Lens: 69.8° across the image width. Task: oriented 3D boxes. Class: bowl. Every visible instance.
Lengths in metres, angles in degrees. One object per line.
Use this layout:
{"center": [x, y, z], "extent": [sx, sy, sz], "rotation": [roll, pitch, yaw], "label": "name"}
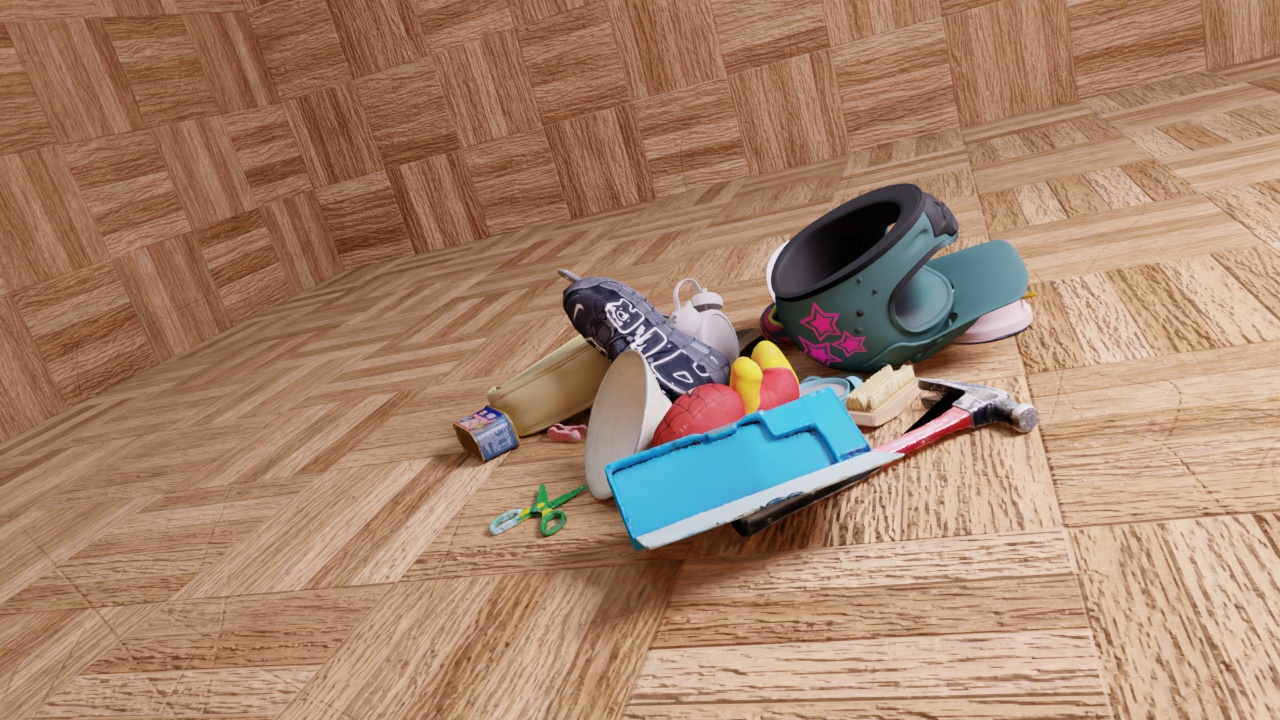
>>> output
{"center": [-0.006, 0.079, 1.063], "extent": [0.057, 0.177, 0.177], "rotation": [15, 8, -21], "label": "bowl"}

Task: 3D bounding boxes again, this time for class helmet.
{"center": [0.308, -0.088, 1.124], "extent": [0.276, 0.200, 0.176], "rotation": [-29, 34, 34], "label": "helmet"}

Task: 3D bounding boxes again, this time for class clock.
{"center": [0.435, -0.066, 1.217], "extent": [0.158, 0.059, 0.116], "rotation": [-14, 17, 8], "label": "clock"}
{"center": [0.225, 0.039, 1.106], "extent": [0.088, 0.042, 0.122], "rotation": [-1, 23, 40], "label": "clock"}
{"center": [0.082, -0.037, 1.283], "extent": [0.061, 0.159, 0.119], "rotation": [-15, 15, 35], "label": "clock"}

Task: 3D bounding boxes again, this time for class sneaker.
{"center": [-0.007, 0.007, 1.173], "extent": [0.097, 0.252, 0.150], "rotation": [-49, 12, 37], "label": "sneaker"}
{"center": [0.294, -0.082, 1.338], "extent": [0.242, 0.116, 0.091], "rotation": [-20, -14, 0], "label": "sneaker"}

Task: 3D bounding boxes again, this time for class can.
{"center": [-0.218, 0.103, 1.288], "extent": [0.058, 0.054, 0.100], "rotation": [-27, 20, -24], "label": "can"}

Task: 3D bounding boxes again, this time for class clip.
{"center": [-0.096, 0.097, 1.254], "extent": [0.044, 0.023, 0.060], "rotation": [-22, 19, -34], "label": "clip"}

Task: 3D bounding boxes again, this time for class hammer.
{"center": [0.233, 0.098, 0.937], "extent": [0.325, 0.036, 0.140], "rotation": [-22, 20, -18], "label": "hammer"}

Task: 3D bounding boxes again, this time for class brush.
{"center": [0.279, 0.040, 1.061], "extent": [0.049, 0.039, 0.116], "rotation": [5, 28, 46], "label": "brush"}

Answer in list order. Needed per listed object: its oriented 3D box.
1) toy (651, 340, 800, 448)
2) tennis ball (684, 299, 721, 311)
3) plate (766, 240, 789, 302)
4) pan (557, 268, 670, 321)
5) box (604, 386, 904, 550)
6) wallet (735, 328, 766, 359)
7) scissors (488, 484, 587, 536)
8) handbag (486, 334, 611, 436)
{"center": [0.094, 0.070, 1.006], "extent": [0.099, 0.148, 0.215], "rotation": [30, 39, 26], "label": "toy"}
{"center": [0.103, -0.077, 1.533], "extent": [0.065, 0.065, 0.065], "rotation": [-15, 17, 5], "label": "tennis ball"}
{"center": [0.292, -0.110, 1.290], "extent": [0.229, 0.030, 0.228], "rotation": [6, 50, -7], "label": "plate"}
{"center": [-0.024, -0.071, 1.383], "extent": [0.201, 0.051, 0.356], "rotation": [12, -3, 31], "label": "pan"}
{"center": [0.103, 0.116, 0.852], "extent": [0.243, 0.070, 0.170], "rotation": [-19, 23, -8], "label": "box"}
{"center": [0.136, -0.019, 1.395], "extent": [0.099, 0.027, 0.120], "rotation": [-5, 20, 37], "label": "wallet"}
{"center": [-0.119, 0.173, 1.055], "extent": [0.130, 0.011, 0.125], "rotation": [-16, 18, -1], "label": "scissors"}
{"center": [-0.115, 0.026, 1.338], "extent": [0.233, 0.088, 0.191], "rotation": [-33, 14, -3], "label": "handbag"}
